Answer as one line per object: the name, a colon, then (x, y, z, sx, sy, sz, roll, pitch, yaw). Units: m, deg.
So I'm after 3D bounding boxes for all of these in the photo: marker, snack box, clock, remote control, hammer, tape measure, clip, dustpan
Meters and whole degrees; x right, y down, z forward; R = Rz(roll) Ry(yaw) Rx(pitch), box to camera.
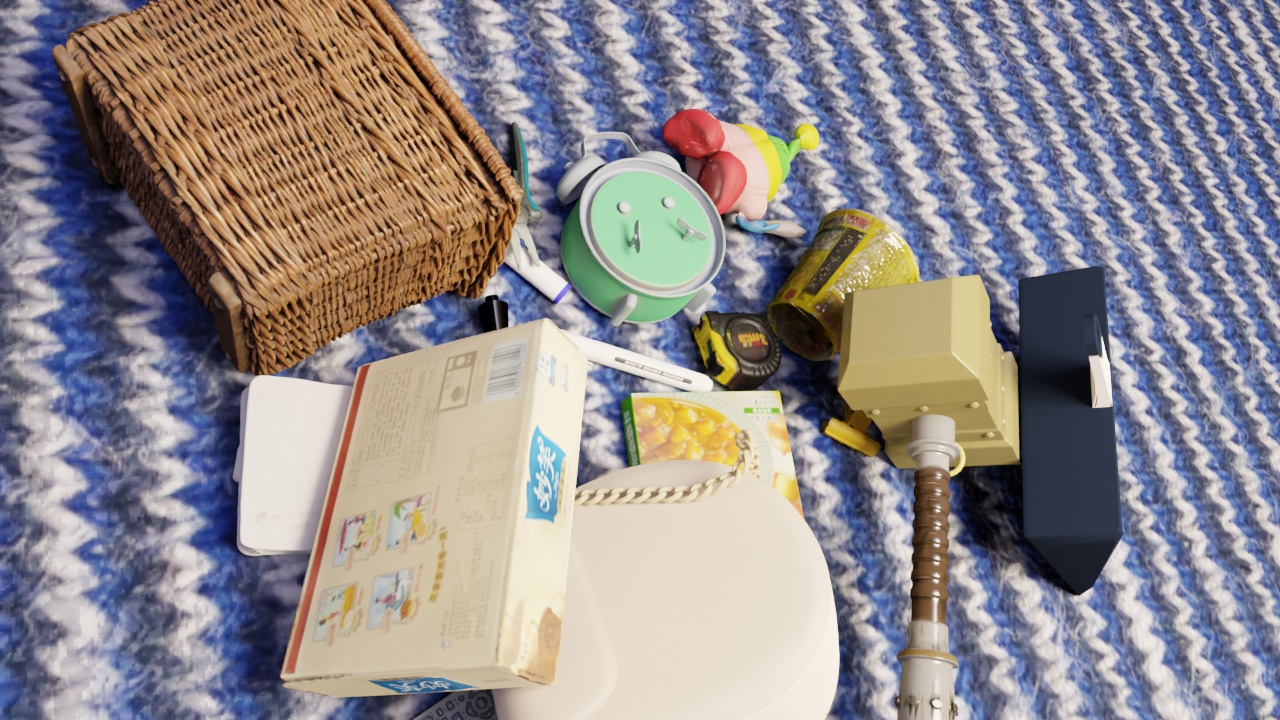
marker: (-0.100, 0.011, 0.669, 0.025, 0.025, 0.125, -3, 70, -25)
snack box: (0.060, 0.105, 0.699, 0.131, 0.027, 0.167, 0, 69, -23)
clock: (-0.004, -0.114, 0.734, 0.121, 0.076, 0.161, -11, 73, -27)
snack box: (-0.116, 0.088, 0.545, 0.055, 0.154, 0.207, 46, 40, -48)
marker: (-0.114, -0.096, 0.711, 0.141, 0.020, 0.020, 39, 59, -5)
remote control: (-0.107, 0.221, 0.585, 0.136, 0.013, 0.033, -28, 83, -30)
hammer: (0.213, 0.121, 0.673, 0.190, 0.101, 0.324, 43, 49, -48)
tape measure: (0.082, -0.006, 0.751, 0.067, 0.038, 0.062, -2, 62, -28)
clip: (0.183, 0.053, 0.784, 0.053, 0.035, 0.046, 27, 79, -10)
dustpan: (0.363, 0.041, 0.752, 0.273, 0.080, 0.235, 38, 53, -43)
marker: (-0.004, 0.004, 0.720, 0.133, 0.017, 0.020, 17, 100, -17)

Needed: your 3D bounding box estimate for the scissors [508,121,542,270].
scissors: (-0.109, -0.140, 0.723, 0.149, 0.019, 0.122, 44, 45, -4)

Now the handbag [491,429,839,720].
handbag: (0.008, 0.149, 0.550, 0.208, 0.103, 0.210, -20, 35, -7)

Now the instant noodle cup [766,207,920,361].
instant noodle cup: (0.167, -0.059, 0.781, 0.102, 0.102, 0.108, 44, 67, -2)

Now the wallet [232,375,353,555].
wallet: (-0.217, 0.070, 0.593, 0.086, 0.032, 0.116, 12, 63, -31)

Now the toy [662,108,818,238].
toy: (0.098, -0.168, 0.798, 0.131, 0.097, 0.124, -3, 58, -53)

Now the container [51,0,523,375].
container: (-0.229, -0.126, 0.596, 0.182, 0.163, 0.250, -35, 85, -27)
